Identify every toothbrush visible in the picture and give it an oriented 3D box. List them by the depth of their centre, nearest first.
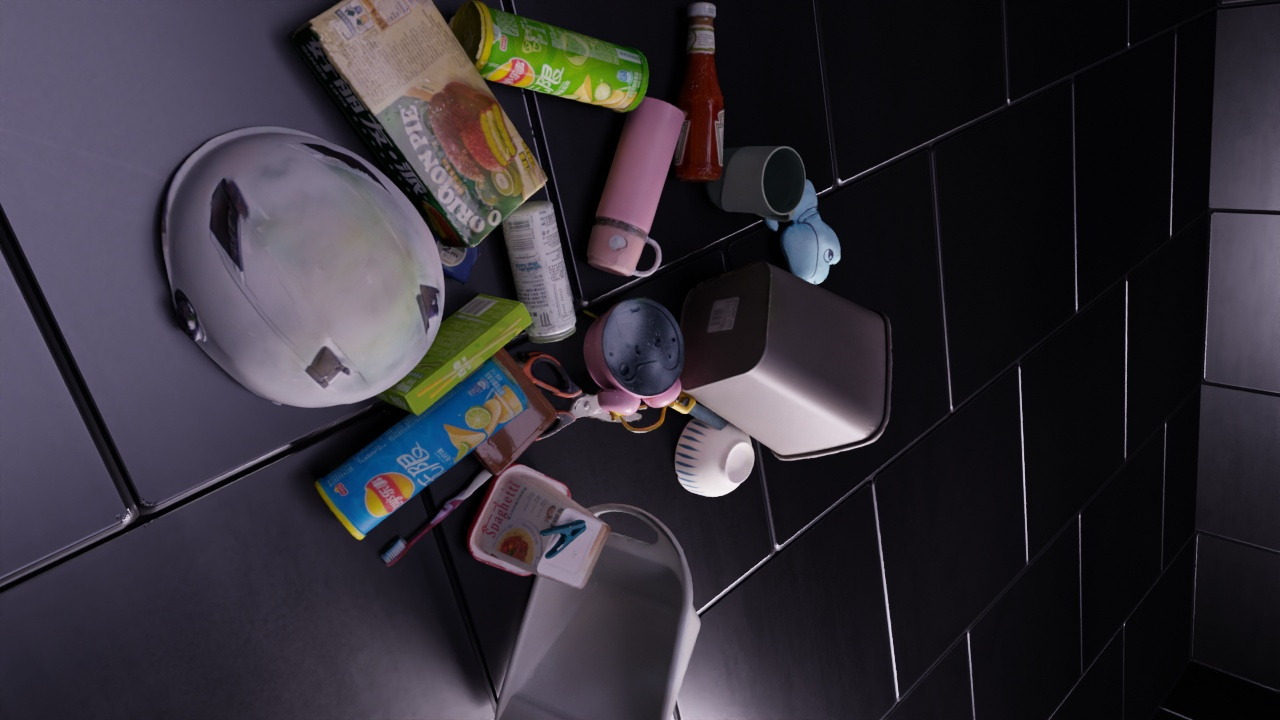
[{"bbox_3d":[-0.206,0.152,0.994,0.187,0.016,0.017,-43,115,-26],"label":"toothbrush"}]

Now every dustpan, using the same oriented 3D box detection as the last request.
[{"bbox_3d":[-0.047,0.305,1.040,0.257,0.223,0.143,-59,143,-29],"label":"dustpan"}]

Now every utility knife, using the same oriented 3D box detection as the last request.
[{"bbox_3d":[0.036,0.039,1.155,0.218,0.015,0.033,30,67,-30],"label":"utility knife"}]

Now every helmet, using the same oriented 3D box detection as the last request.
[{"bbox_3d":[-0.273,-0.074,0.792,0.228,0.146,0.259,-38,122,-30],"label":"helmet"}]

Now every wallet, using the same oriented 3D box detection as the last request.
[{"bbox_3d":[-0.158,0.049,0.989,0.101,0.032,0.124,-46,115,-21],"label":"wallet"}]

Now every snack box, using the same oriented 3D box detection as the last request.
[{"bbox_3d":[-0.200,-0.232,0.860,0.114,0.063,0.240,-47,120,-23],"label":"snack box"},{"bbox_3d":[-0.191,-0.010,0.922,0.156,0.086,0.026,-42,125,-28],"label":"snack box"}]

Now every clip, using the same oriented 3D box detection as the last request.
[{"bbox_3d":[-0.079,0.179,0.945,0.055,0.013,0.034,-20,113,-34],"label":"clip"}]

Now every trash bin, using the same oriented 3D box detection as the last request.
[{"bbox_3d":[0.177,-0.005,1.173,0.219,0.200,0.198,27,59,-34],"label":"trash bin"}]

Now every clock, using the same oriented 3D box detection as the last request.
[{"bbox_3d":[-0.006,0.006,1.083,0.117,0.060,0.158,-13,89,-36],"label":"clock"}]

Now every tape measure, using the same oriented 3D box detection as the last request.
[{"bbox_3d":[-0.194,-0.112,0.936,0.058,0.025,0.054,31,77,-38],"label":"tape measure"}]

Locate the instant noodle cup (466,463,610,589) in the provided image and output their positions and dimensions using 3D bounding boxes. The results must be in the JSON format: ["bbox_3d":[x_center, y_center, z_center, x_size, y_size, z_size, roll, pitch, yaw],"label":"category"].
[{"bbox_3d":[-0.109,0.189,1.014,0.116,0.124,0.116,33,77,-41],"label":"instant noodle cup"}]

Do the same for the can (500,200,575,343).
[{"bbox_3d":[-0.110,-0.096,0.993,0.058,0.058,0.147,-26,116,-35],"label":"can"}]

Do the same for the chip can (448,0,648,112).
[{"bbox_3d":[-0.089,-0.311,0.953,0.220,0.073,0.072,0,100,-41],"label":"chip can"}]

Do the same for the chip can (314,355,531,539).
[{"bbox_3d":[-0.211,0.083,0.904,0.210,0.071,0.071,-38,123,-14],"label":"chip can"}]

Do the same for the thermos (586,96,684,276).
[{"bbox_3d":[0.001,-0.195,1.056,0.087,0.067,0.198,16,86,-7],"label":"thermos"}]

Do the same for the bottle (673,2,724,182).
[{"bbox_3d":[0.071,-0.320,1.104,0.059,0.060,0.206,-8,102,-41],"label":"bottle"}]

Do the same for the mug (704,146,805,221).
[{"bbox_3d":[0.148,-0.219,1.162,0.112,0.106,0.082,47,67,-37],"label":"mug"}]

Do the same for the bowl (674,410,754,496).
[{"bbox_3d":[0.109,0.130,1.235,0.116,0.066,0.116,-11,107,-40],"label":"bowl"}]

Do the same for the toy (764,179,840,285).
[{"bbox_3d":[0.229,-0.175,1.285,0.161,0.050,0.156,-3,97,-40],"label":"toy"}]

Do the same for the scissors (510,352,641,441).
[{"bbox_3d":[-0.080,0.044,1.080,0.197,0.015,0.213,-46,125,-25],"label":"scissors"}]
